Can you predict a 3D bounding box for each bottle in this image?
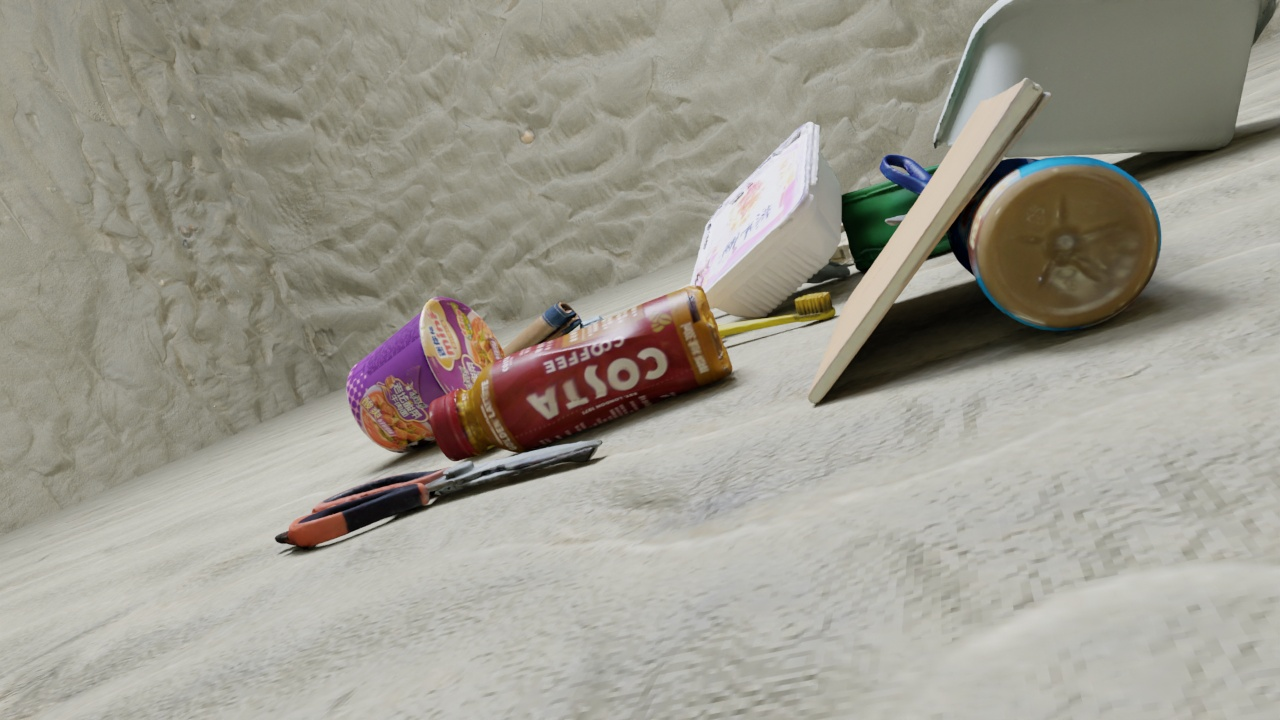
[{"bbox_3d":[0.181,-0.063,0.431,0.065,0.065,0.218,-19,7,18],"label":"bottle"},{"bbox_3d":[-0.037,0.012,0.537,0.175,0.057,0.057,-21,7,6],"label":"bottle"}]

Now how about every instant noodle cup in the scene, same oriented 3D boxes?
[{"bbox_3d":[0.111,-0.107,0.755,0.138,0.060,0.173,-42,19,33],"label":"instant noodle cup"},{"bbox_3d":[-0.173,0.020,0.742,0.099,0.111,0.111,-29,4,19],"label":"instant noodle cup"}]

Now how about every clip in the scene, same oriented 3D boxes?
[{"bbox_3d":[0.196,-0.107,0.872,0.076,0.035,0.100,-16,13,34],"label":"clip"}]

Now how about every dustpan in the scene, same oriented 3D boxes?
[{"bbox_3d":[0.364,-0.238,0.734,0.223,0.143,0.257,0,17,12],"label":"dustpan"}]

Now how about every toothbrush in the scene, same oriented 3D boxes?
[{"bbox_3d":[0.050,-0.024,0.656,0.191,0.016,0.015,-10,13,37],"label":"toothbrush"}]

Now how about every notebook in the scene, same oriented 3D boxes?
[{"bbox_3d":[0.137,-0.065,0.458,0.150,0.012,0.211,-58,-6,20],"label":"notebook"}]

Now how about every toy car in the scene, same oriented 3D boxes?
[{"bbox_3d":[-0.053,-0.032,1.051,0.043,0.034,0.090,-25,5,1],"label":"toy car"}]

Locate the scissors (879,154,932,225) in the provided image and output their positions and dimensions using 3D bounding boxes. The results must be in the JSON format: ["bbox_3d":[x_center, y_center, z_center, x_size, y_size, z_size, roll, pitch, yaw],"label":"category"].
[{"bbox_3d":[0.216,-0.106,0.624,0.175,0.012,0.162,-7,36,-29],"label":"scissors"}]

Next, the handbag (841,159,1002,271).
[{"bbox_3d":[0.237,-0.122,0.754,0.120,0.068,0.131,-15,3,-18],"label":"handbag"}]

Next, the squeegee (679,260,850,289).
[{"bbox_3d":[0.078,-0.062,0.853,0.247,0.039,0.245,-16,9,38],"label":"squeegee"}]

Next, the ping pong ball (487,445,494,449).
[{"bbox_3d":[-0.107,0.040,0.606,0.040,0.040,0.040,-21,7,2],"label":"ping pong ball"}]

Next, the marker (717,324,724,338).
[{"bbox_3d":[0.008,-0.005,0.714,0.124,0.015,0.018,-20,1,27],"label":"marker"}]

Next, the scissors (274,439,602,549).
[{"bbox_3d":[-0.116,0.072,0.492,0.176,0.015,0.211,-23,6,-24],"label":"scissors"}]

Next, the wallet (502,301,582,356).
[{"bbox_3d":[-0.117,-0.017,0.989,0.115,0.033,0.090,-39,0,4],"label":"wallet"}]
